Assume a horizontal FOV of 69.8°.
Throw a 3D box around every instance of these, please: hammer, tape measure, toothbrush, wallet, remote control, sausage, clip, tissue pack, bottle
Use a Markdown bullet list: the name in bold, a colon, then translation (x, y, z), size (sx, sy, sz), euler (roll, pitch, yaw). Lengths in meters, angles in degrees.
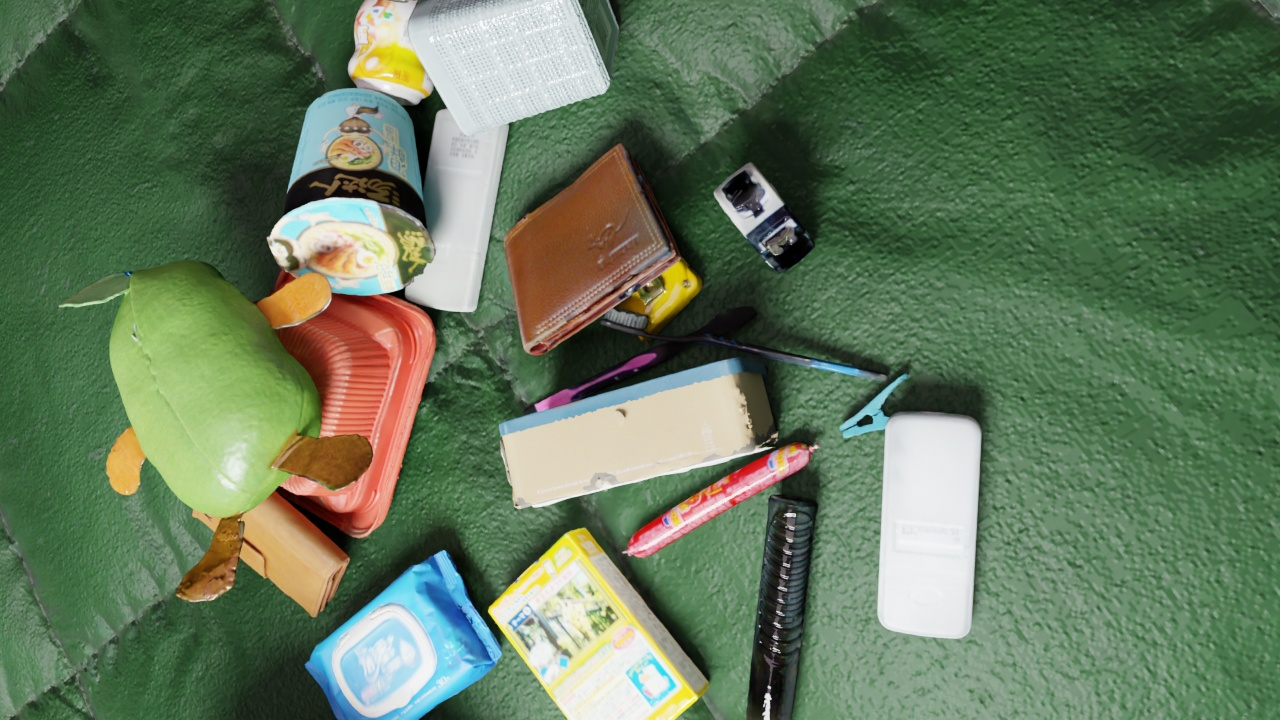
- **hammer**: translation (0.082, 0.236, 0.584), size (0.129, 0.032, 0.300), euler (6, 91, 21)
- **tape measure**: translation (0.077, -0.091, 0.578), size (0.034, 0.065, 0.066), euler (-38, 78, 11)
- **toothbrush**: translation (0.065, -0.010, 0.594), size (0.189, 0.014, 0.016), euler (12, 93, 11)
- **toothbrush**: translation (-0.004, 0.004, 0.637), size (0.190, 0.017, 0.014), euler (-25, 81, 22)
- **wallet**: translation (-0.039, -0.073, 0.619), size (0.125, 0.032, 0.101), euler (-34, 54, 19)
- **remote control**: translation (-0.136, -0.112, 0.684), size (0.058, 0.021, 0.150), euler (13, 93, 22)
- **remote control**: translation (0.174, 0.099, 0.554), size (0.056, 0.020, 0.136), euler (2, 95, 17)
- **tape measure**: translation (0.006, -0.051, 0.624), size (0.060, 0.029, 0.057), euler (-44, 74, 14)
- **sausage**: translation (0.051, 0.092, 0.608), size (0.156, 0.020, 0.020), euler (-33, 77, 17)
- **clip**: translation (0.150, 0.033, 0.574), size (0.054, 0.013, 0.034), euler (-33, 76, 17)
- **tissue pack**: translation (-0.178, 0.219, 0.674), size (0.157, 0.052, 0.095), euler (-40, 75, 15)
- **bottle**: translation (-0.179, -0.249, 0.683), size (0.063, 0.063, 0.108), euler (10, 92, 21)
- **wallet**: translation (-0.283, 0.131, 0.694), size (0.132, 0.031, 0.108), euler (41, 139, 3)

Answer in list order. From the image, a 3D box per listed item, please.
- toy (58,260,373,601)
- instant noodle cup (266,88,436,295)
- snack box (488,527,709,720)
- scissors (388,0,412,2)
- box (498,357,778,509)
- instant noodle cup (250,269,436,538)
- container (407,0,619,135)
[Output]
- **toy**: translation (-0.285, 0.024, 0.617), size (0.227, 0.090, 0.246), euler (-40, 69, 8)
- **instant noodle cup**: translation (-0.205, -0.127, 0.659), size (0.111, 0.111, 0.120), euler (-18, 61, 19)
- **snack box**: translation (-0.031, 0.196, 0.629), size (0.087, 0.033, 0.140), euler (-46, 76, 14)
- **scissors**: translation (-0.135, -0.319, 0.640), size (0.235, 0.022, 0.220), euler (6, 56, 18)
- **box**: translation (0.005, 0.046, 0.591), size (0.184, 0.089, 0.061), euler (-18, 81, 17)
- **instant noodle cup**: translation (-0.251, 0.028, 0.695), size (0.165, 0.079, 0.189), euler (21, 101, 24)
- **container**: translation (-0.080, -0.221, 0.618), size (0.112, 0.090, 0.090), euler (-9, 48, 18)
